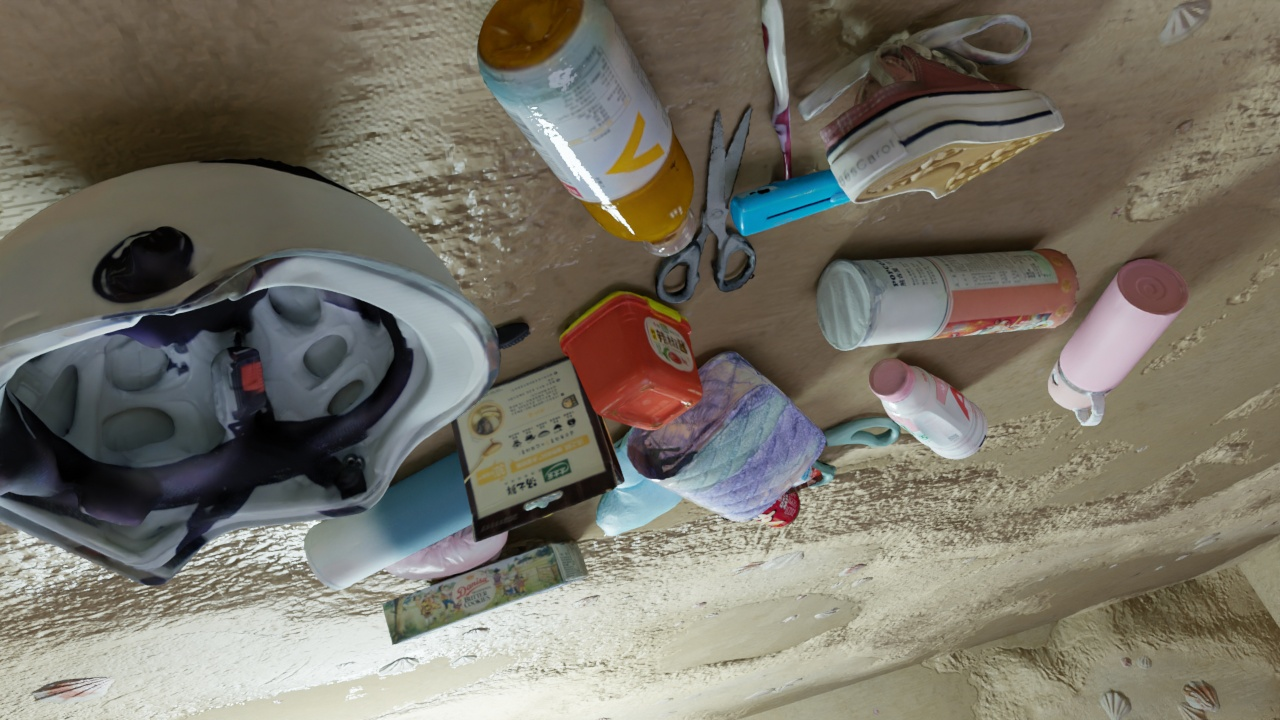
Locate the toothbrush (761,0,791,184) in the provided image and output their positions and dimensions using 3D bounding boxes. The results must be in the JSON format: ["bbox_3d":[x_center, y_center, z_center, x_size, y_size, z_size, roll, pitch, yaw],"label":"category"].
[{"bbox_3d":[0.081,-0.147,0.551,0.017,0.016,0.188,-11,151,6],"label":"toothbrush"}]

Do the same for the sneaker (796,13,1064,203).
[{"bbox_3d":[0.170,-0.148,0.533,0.119,0.088,0.240,-30,172,41],"label":"sneaker"}]

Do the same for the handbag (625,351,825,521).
[{"bbox_3d":[0.083,0.075,0.842,0.134,0.075,0.194,-46,144,4],"label":"handbag"}]

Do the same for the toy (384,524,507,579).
[{"bbox_3d":[-0.188,0.188,0.906,0.121,0.054,0.160,-14,161,-9],"label":"toy"}]

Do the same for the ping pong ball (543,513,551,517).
[{"bbox_3d":[-0.096,0.130,0.874,0.040,0.040,0.040,-14,150,-9],"label":"ping pong ball"}]

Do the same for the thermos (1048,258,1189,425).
[{"bbox_3d":[0.477,-0.009,0.929,0.067,0.087,0.199,1,147,1],"label":"thermos"}]

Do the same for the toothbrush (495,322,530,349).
[{"bbox_3d":[-0.166,0.013,0.672,0.189,0.014,0.018,-23,162,7],"label":"toothbrush"}]

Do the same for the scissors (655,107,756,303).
[{"bbox_3d":[0.044,-0.094,0.616,0.151,0.014,0.170,-33,147,20],"label":"scissors"}]

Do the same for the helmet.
[{"bbox_3d":[-0.217,-0.012,0.472,0.258,0.145,0.229,-27,151,-4],"label":"helmet"}]

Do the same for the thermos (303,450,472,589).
[{"bbox_3d":[-0.187,0.126,0.797,0.221,0.070,0.070,-29,149,14],"label":"thermos"}]

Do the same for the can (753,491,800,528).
[{"bbox_3d":[0.131,0.149,1.022,0.053,0.053,0.132,-30,148,18],"label":"can"}]

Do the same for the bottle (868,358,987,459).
[{"bbox_3d":[0.293,0.047,0.938,0.068,0.068,0.196,-34,144,23],"label":"bottle"}]

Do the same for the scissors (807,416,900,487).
[{"bbox_3d":[0.218,0.090,1.011,0.176,0.019,0.175,-24,147,11],"label":"scissors"}]

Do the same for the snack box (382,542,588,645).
[{"bbox_3d":[-0.156,0.241,0.968,0.182,0.045,0.178,-19,168,0],"label":"snack box"}]

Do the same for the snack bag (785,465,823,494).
[{"bbox_3d":[0.161,0.112,0.978,0.048,0.026,0.104,-27,144,9],"label":"snack bag"}]

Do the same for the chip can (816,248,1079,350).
[{"bbox_3d":[0.252,-0.053,0.746,0.214,0.071,0.071,-6,147,-23],"label":"chip can"}]

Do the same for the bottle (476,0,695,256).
[{"bbox_3d":[-0.016,-0.117,0.491,0.068,0.068,0.189,-26,149,11],"label":"bottle"}]

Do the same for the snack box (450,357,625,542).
[{"bbox_3d":[-0.080,0.071,0.703,0.113,0.125,0.053,-21,150,3],"label":"snack box"}]

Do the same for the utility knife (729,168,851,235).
[{"bbox_3d":[0.148,-0.121,0.612,0.204,0.018,0.034,-19,149,-20],"label":"utility knife"}]

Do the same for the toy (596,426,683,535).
[{"bbox_3d":[0.004,0.115,0.900,0.162,0.049,0.156,-43,140,15],"label":"toy"}]

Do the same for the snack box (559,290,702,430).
[{"bbox_3d":[-0.004,0.004,0.683,0.082,0.080,0.091,-35,147,27],"label":"snack box"}]
